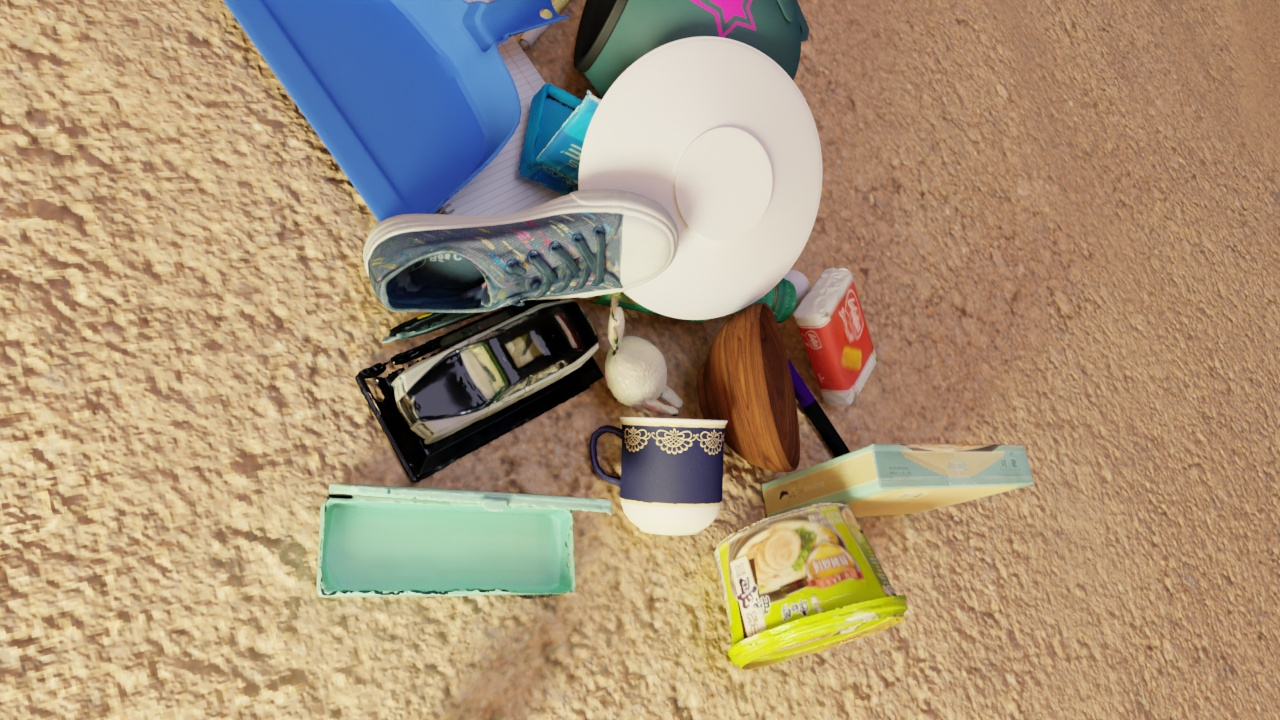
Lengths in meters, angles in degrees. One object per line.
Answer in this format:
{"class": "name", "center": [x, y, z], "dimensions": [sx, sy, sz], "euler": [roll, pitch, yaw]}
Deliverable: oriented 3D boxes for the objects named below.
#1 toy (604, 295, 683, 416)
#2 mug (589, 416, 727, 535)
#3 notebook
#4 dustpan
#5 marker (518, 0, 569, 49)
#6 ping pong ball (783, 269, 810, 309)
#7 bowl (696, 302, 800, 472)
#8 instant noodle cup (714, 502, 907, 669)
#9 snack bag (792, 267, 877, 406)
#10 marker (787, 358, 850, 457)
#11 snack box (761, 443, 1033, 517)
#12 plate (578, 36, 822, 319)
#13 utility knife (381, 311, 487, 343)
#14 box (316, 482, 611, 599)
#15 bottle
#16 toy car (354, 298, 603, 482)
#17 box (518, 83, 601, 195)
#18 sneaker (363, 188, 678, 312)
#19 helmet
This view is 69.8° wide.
{"class": "toy", "center": [-0.004, 0.004, 0.759], "dimensions": [0.112, 0.050, 0.087], "euler": [49, 19, -9]}
{"class": "mug", "center": [0.012, 0.091, 0.732], "dimensions": [0.112, 0.085, 0.089], "euler": [1, 87, 13]}
{"class": "notebook", "center": [-0.138, -0.203, 0.792], "dimensions": [0.177, 0.013, 0.245], "euler": [-37, 93, -39]}
{"class": "dustpan", "center": [-0.161, -0.253, 0.753], "dimensions": [0.256, 0.060, 0.245], "euler": [-37, 93, -41]}
{"class": "marker", "center": [-0.081, -0.340, 0.879], "dimensions": [0.014, 0.014, 0.132], "euler": [38, 56, -15]}
{"class": "ping pong ball", "center": [0.147, -0.069, 0.901], "dimensions": [0.040, 0.040, 0.040], "euler": [12, 65, -28]}
{"class": "bowl", "center": [0.088, 0.028, 0.797], "dimensions": [0.147, 0.069, 0.147], "euler": [-11, 90, -73]}
{"class": "instant noodle cup", "center": [0.129, 0.179, 0.735], "dimensions": [0.146, 0.147, 0.097], "euler": [0, 60, -33]}
{"class": "snack bag", "center": [0.190, -0.021, 0.884], "dimensions": [0.076, 0.036, 0.116], "euler": [-51, 130, -35]}
{"class": "marker", "center": [0.170, 0.053, 0.882], "dimensions": [0.015, 0.018, 0.134], "euler": [-34, 92, 5]}
{"class": "snack box", "center": [0.228, 0.111, 0.818], "dimensions": [0.193, 0.142, 0.044], "euler": [3, 70, -32]}
{"class": "plate", "center": [0.061, -0.143, 0.745], "dimensions": [0.229, 0.030, 0.229], "euler": [-7, 106, -24]}
{"class": "utility knife", "center": [-0.130, -0.044, 0.722], "dimensions": [0.172, 0.029, 0.020], "euler": [-27, 109, -36]}
{"class": "box", "center": [-0.116, 0.119, 0.627], "dimensions": [0.188, 0.093, 0.077], "euler": [9, 66, -30]}
{"class": "bottle", "center": [0.047, -0.069, 0.820], "dimensions": [0.209, 0.068, 0.068], "euler": [9, 67, -30]}
{"class": "toy car", "center": [-0.105, 0.004, 0.695], "dimensions": [0.191, 0.071, 0.094], "euler": [-28, 86, -36]}
{"class": "box", "center": [0.028, -0.172, 0.811], "dimensions": [0.243, 0.115, 0.093], "euler": [21, 59, -28]}
{"class": "sneaker", "center": [-0.084, -0.067, 0.675], "dimensions": [0.235, 0.088, 0.079], "euler": [-6, 38, -8]}
{"class": "helmet", "center": [0.059, -0.320, 0.868], "dimensions": [0.200, 0.177, 0.274], "euler": [21, 47, -19]}
